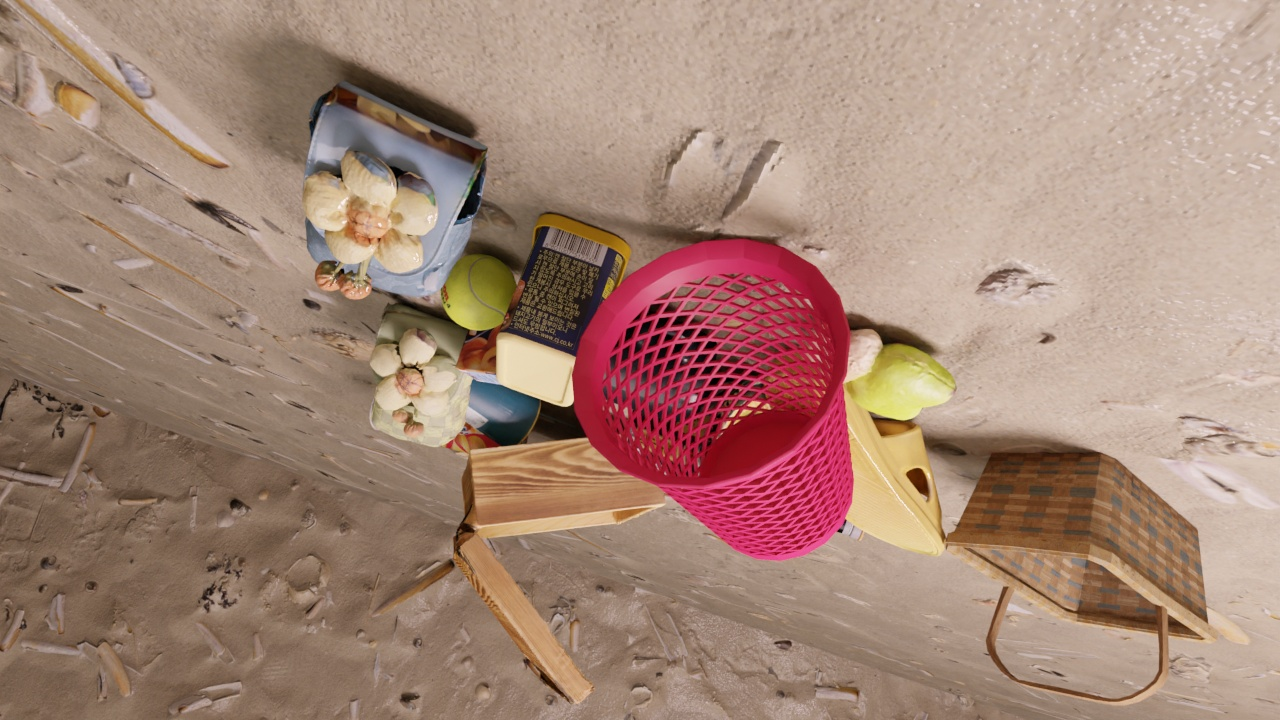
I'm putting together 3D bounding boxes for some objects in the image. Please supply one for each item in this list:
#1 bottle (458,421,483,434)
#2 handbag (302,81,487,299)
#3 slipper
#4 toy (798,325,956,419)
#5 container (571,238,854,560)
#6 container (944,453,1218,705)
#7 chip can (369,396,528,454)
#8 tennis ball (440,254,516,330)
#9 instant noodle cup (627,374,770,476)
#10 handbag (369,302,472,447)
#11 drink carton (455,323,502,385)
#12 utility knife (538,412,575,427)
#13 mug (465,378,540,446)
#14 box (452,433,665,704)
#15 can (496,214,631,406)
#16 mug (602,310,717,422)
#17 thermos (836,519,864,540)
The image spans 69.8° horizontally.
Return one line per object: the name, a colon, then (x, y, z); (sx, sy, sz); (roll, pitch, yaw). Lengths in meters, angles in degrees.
bottle: (-0.235, 0.070, 1.232); (0.108, 0.063, 0.063); (17, 161, 5)
handbag: (-0.181, -0.099, 0.640); (0.121, 0.118, 0.192); (23, 155, -13)
slipper: (0.202, 0.077, 0.836); (0.100, 0.078, 0.263); (-2, 135, 47)
toy: (0.178, 0.007, 0.707); (0.115, 0.046, 0.092); (27, 159, -2)
container: (0.078, 0.052, 0.679); (0.183, 0.182, 0.226); (9, 154, 27)
container: (0.400, 0.210, 0.835); (0.249, 0.186, 0.158); (31, 157, -32)
chip can: (-0.275, 0.092, 1.319); (0.221, 0.069, 0.069); (13, 160, 15)
tennis ball: (-0.138, -0.059, 0.787); (0.065, 0.065, 0.065); (17, 161, 6)
instant noodle cup: (0.060, 0.073, 0.879); (0.112, 0.137, 0.137); (13, 162, 42)
handbag: (-0.239, 0.032, 1.000); (0.113, 0.116, 0.187); (17, 127, -3)
drink carton: (-0.116, -0.007, 0.909); (0.130, 0.064, 0.040); (6, 163, 34)
utility knife: (-0.170, 0.059, 1.211); (0.179, 0.015, 0.022); (21, 162, -2)
mug: (-0.194, 0.049, 1.124); (0.121, 0.078, 0.078); (34, 156, -27)
box: (-0.128, 0.273, 1.178); (0.281, 0.315, 0.280); (-3, 168, -13)
can: (-0.065, -0.034, 0.727); (0.075, 0.104, 0.135); (20, 161, -3)
mug: (0.014, -0.004, 0.772); (0.094, 0.085, 0.122); (19, 154, -4)
thermos: (0.182, 0.173, 1.127); (0.231, 0.061, 0.061); (16, 161, 8)
